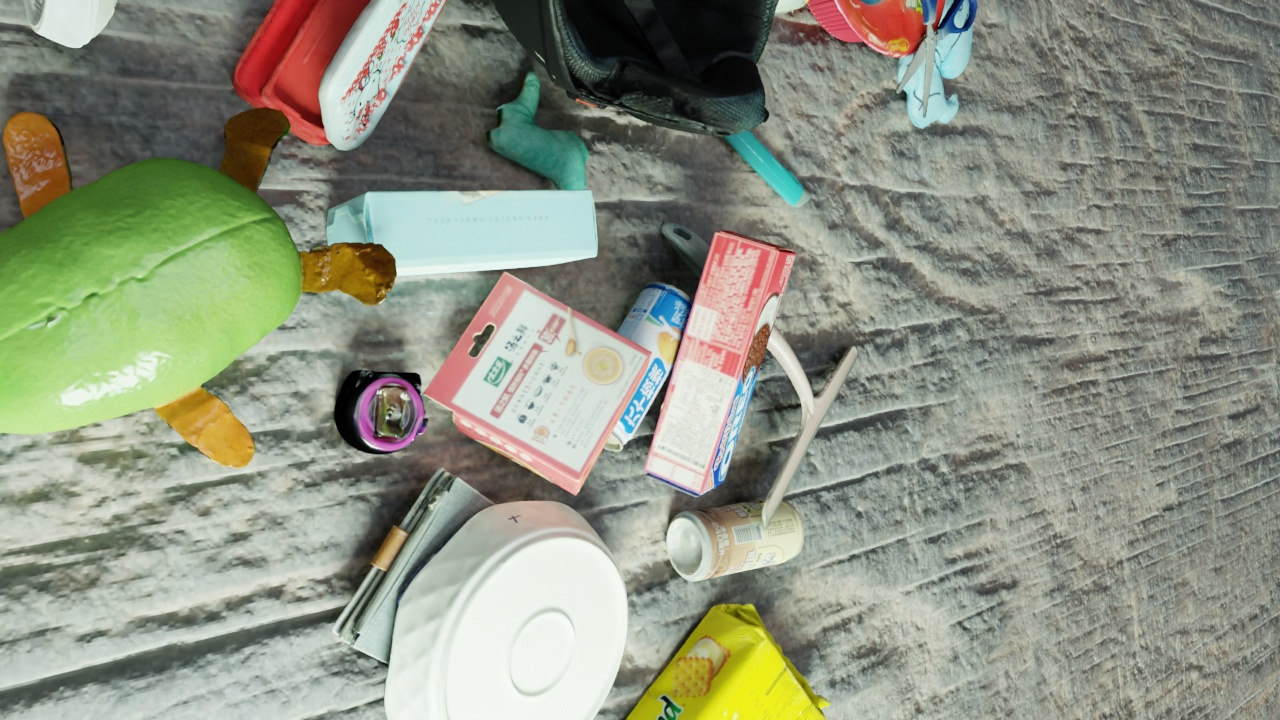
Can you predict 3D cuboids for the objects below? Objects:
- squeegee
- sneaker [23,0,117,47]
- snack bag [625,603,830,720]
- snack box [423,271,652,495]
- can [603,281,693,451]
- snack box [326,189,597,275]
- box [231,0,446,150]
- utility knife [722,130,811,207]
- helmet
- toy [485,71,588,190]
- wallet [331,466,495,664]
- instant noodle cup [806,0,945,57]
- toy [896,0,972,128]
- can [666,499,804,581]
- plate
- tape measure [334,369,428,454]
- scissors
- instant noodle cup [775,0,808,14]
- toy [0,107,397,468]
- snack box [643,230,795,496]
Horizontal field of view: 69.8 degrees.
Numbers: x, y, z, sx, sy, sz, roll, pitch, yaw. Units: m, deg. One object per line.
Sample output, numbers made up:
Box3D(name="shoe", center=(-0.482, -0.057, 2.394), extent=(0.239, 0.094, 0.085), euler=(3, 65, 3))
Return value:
Box3D(name="squeegee", center=(0.102, -0.025, 0.810), extent=(0.249, 0.040, 0.246), euler=(52, 48, -16))
Box3D(name="sneaker", center=(-0.287, -0.284, 0.515), extent=(0.090, 0.090, 0.242), euler=(7, 79, -41))
Box3D(name="snack bag", center=(0.059, 0.339, 0.775), extent=(0.245, 0.068, 0.158), euler=(-45, 115, -27))
Box3D(name="snack box", center=(-0.073, 0.017, 0.671), extent=(0.127, 0.044, 0.113), euler=(29, 70, 4))
Box3D(name="can", center=(-0.004, 0.004, 0.737), extent=(0.053, 0.053, 0.134), euler=(42, 66, -29))
Box3D(name="snack box", center=(-0.120, -0.089, 0.639), extent=(0.174, 0.074, 0.051), euler=(-8, 95, -37))
Box3D(name="box", center=(-0.167, -0.237, 0.591), extent=(0.095, 0.099, 0.201), euler=(34, 69, -32))
Box3D(name="utility knife", center=(0.097, -0.198, 0.838), extent=(0.187, 0.013, 0.029), euler=(37, 67, -32))
Box3D(name="helmet", center=(0.000, -0.292, 0.628), extent=(0.273, 0.230, 0.234), euler=(-21, 131, -44))
Box3D(name="toy", center=(-0.076, -0.168, 0.701), extent=(0.091, 0.030, 0.096), euler=(20, 72, -37))
Box3D(name="wallet", center=(-0.144, 0.152, 0.645), extent=(0.106, 0.037, 0.129), euler=(46, 64, -39))
Box3D(name="instant noodle cup", center=(0.218, -0.389, 0.898), extent=(0.193, 0.066, 0.194), euler=(-1, 91, -36))
Box3D(name="toy", center=(0.318, -0.341, 0.982), extent=(0.156, 0.050, 0.161), euler=(-47, 120, -25))
Box3D(name="can", center=(0.083, 0.154, 0.798), extent=(0.116, 0.059, 0.058), euler=(-2, 91, -37))
Box3D(name="plate", center=(-0.084, 0.204, 0.657), extent=(0.204, 0.046, 0.205), euler=(-12, 106, -45))
Box3D(name="tape measure", center=(-0.175, 0.035, 0.619), extent=(0.057, 0.039, 0.058), euler=(7, 86, -37))
Box3D(name="scissors", center=(0.292, -0.325, 0.906), extent=(0.162, 0.012, 0.162), euler=(-19, 103, -36))
Box3D(name="instant noodle cup", center=(0.111, -0.373, 0.799), extent=(0.111, 0.112, 0.123), euler=(-4, 100, -37))
Box3D(name="toy", center=(-0.276, -0.042, 0.514), extent=(0.246, 0.090, 0.227), euler=(-34, 92, -25))
Box3D(name="snack box", center=(0.062, 0.003, 0.738), extent=(0.057, 0.058, 0.208), euler=(-11, 120, -66))
